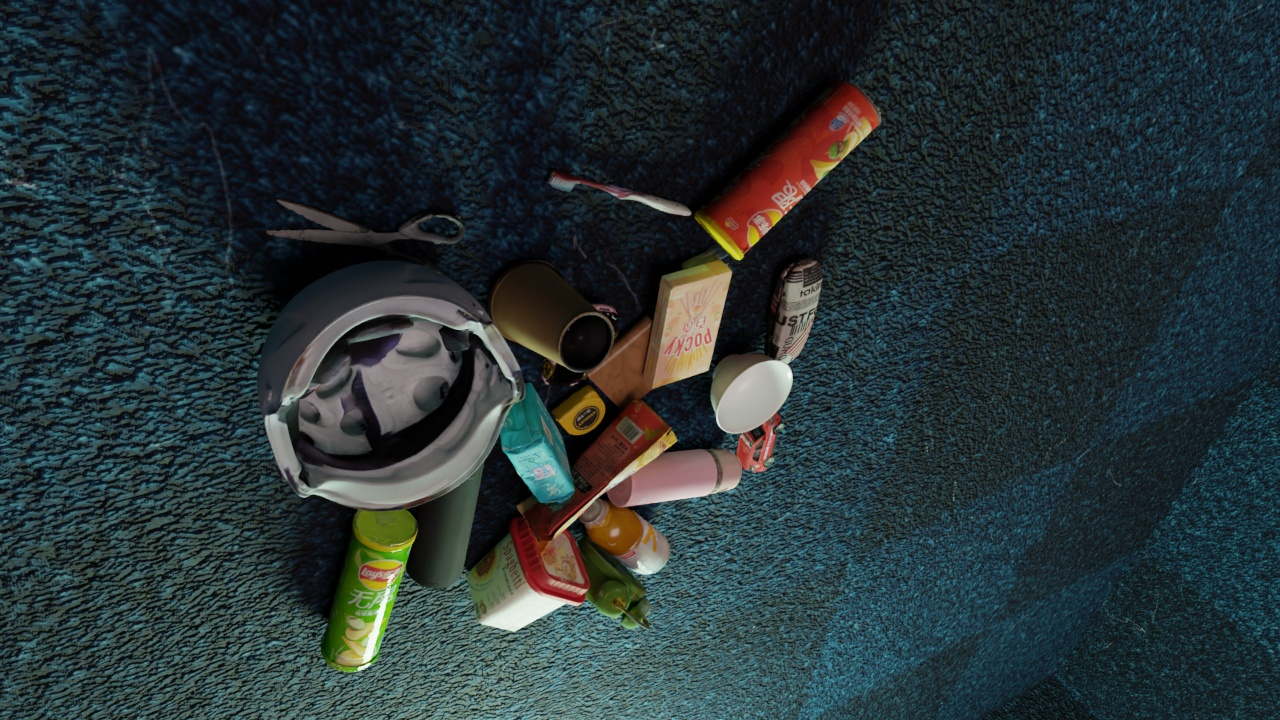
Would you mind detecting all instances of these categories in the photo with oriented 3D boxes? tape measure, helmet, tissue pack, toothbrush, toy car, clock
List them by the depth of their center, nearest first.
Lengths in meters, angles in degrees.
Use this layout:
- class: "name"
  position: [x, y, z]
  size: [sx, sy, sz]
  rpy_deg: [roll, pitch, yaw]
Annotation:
- class: "helmet"
  position: [-0.237, 0.011, 0.838]
  size: [0.228, 0.146, 0.259]
  rpy_deg: [-27, 146, -12]
- class: "toothbrush"
  position: [-0.017, -0.168, 0.943]
  size: [0.187, 0.016, 0.017]
  rpy_deg: [7, 129, -41]
- class: "toy car"
  position: [-0.070, -0.018, 1.024]
  size: [0.056, 0.037, 0.123]
  rpy_deg: [6, 134, -37]
- class: "tissue pack"
  position: [-0.119, 0.096, 1.039]
  size: [0.050, 0.093, 0.133]
  rpy_deg: [-21, 137, 2]
- class: "tape measure"
  position: [-0.072, 0.060, 1.095]
  size: [0.060, 0.029, 0.057]
  rpy_deg: [-39, 139, -4]
- class: "clock"
  position: [-0.042, 0.305, 1.241]
  size: [0.056, 0.161, 0.116]
  rpy_deg: [-49, 140, -4]
- class: "toy car"
  position: [0.168, 0.109, 1.302]
  size: [0.045, 0.053, 0.121]
  rpy_deg: [-13, 134, -25]

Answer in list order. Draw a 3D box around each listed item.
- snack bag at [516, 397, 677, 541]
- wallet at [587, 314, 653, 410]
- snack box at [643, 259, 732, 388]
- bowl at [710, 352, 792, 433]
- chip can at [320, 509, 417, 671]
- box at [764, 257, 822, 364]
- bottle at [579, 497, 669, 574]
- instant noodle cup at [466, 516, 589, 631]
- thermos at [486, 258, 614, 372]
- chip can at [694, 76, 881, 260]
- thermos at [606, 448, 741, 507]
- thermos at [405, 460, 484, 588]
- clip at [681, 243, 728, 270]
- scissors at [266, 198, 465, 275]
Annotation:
- class: "snack bag"
  position: [-0.056, 0.136, 1.116]
  size: [0.207, 0.129, 0.073]
  rpy_deg: [-40, 109, -8]
- class: "wallet"
  position: [-0.007, 0.006, 1.107]
  size: [0.101, 0.020, 0.115]
  rpy_deg: [-40, 142, 2]
- class: "snack box"
  position: [0.053, -0.040, 1.069]
  size: [0.084, 0.026, 0.158]
  rpy_deg: [-18, 139, -27]
- class: "bowl"
  position: [0.132, 0.030, 1.195]
  size: [0.118, 0.064, 0.118]
  rpy_deg: [-21, 135, -22]
- class: "chip can"
  position: [-0.317, 0.267, 1.063]
  size: [0.072, 0.072, 0.222]
  rpy_deg: [-1, 127, -37]
- class: "box"
  position: [0.198, -0.058, 1.181]
  size: [0.068, 0.051, 0.164]
  rpy_deg: [-36, 143, -36]
- class: "bottle"
  position: [-0.024, 0.238, 1.262]
  size: [0.068, 0.068, 0.189]
  rpy_deg: [-41, 139, 1]
- class: "instant noodle cup"
  position: [-0.149, 0.280, 1.181]
  size: [0.124, 0.116, 0.116]
  rpy_deg: [-39, 141, 16]
- class: "thermos"
  position: [-0.089, -0.042, 0.913]
  size: [0.092, 0.143, 0.093]
  rpy_deg: [-17, 122, -30]
- class: "chip can"
  position: [0.160, -0.207, 0.999]
  size: [0.216, 0.073, 0.073]
  rpy_deg: [-43, 140, 3]
- class: "thermos"
  position: [0.044, 0.160, 1.253]
  size: [0.198, 0.067, 0.087]
  rpy_deg: [-2, 158, -38]
- class: "thermos"
  position: [-0.216, 0.157, 1.029]
  size: [0.068, 0.090, 0.243]
  rpy_deg: [3, 126, -20]
- class: "clip"
  position: [0.072, -0.114, 1.054]
  size: [0.058, 0.026, 0.038]
  rpy_deg: [-25, 145, -12]
- class: "scissors"
  position: [-0.241, -0.106, 0.831]
  size: [0.164, 0.014, 0.163]
  rpy_deg: [-28, 137, -13]
